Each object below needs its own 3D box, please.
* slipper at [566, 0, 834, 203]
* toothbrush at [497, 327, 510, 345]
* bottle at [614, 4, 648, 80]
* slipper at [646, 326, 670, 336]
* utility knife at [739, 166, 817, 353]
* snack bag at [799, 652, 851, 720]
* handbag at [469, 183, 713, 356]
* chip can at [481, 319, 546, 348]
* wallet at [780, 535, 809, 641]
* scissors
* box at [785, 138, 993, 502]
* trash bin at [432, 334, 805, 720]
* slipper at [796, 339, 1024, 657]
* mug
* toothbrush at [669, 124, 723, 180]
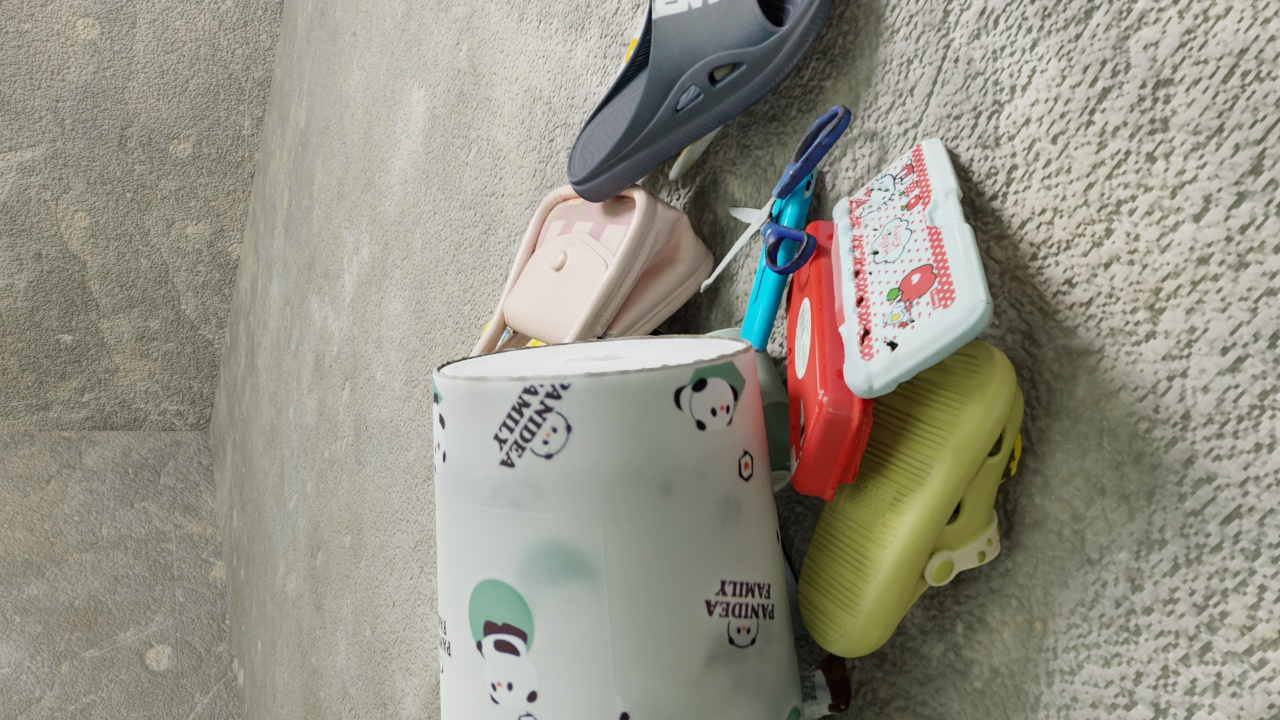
[{"bbox_3d":[0.023,-0.215,0.663,0.269,0.083,0.110,-32,42,34],"label":"slipper"},{"bbox_3d":[-0.089,0.053,0.837,0.026,0.026,0.221,-46,60,27],"label":"toothbrush"},{"bbox_3d":[0.013,-0.231,0.773,0.190,0.068,0.068,-59,42,37],"label":"bottle"},{"bbox_3d":[-0.036,0.084,0.733,0.105,0.095,0.252,18,80,34],"label":"slipper"},{"bbox_3d":[0.087,-0.050,0.629,0.034,0.018,0.191,-18,51,62],"label":"utility knife"},{"bbox_3d":[0.100,0.234,0.618,0.105,0.026,0.045,-44,22,28],"label":"snack bag"},{"bbox_3d":[-0.068,-0.039,0.768,0.234,0.093,0.193,-53,30,-11],"label":"handbag"},{"bbox_3d":[-0.085,0.002,0.907,0.213,0.072,0.072,21,105,55],"label":"chip can"},{"bbox_3d":[0.068,0.161,0.675,0.097,0.019,0.120,-35,55,21],"label":"wallet"},{"bbox_3d":[0.091,-0.101,0.630,0.176,0.012,0.162,-54,22,28],"label":"scissors"},{"bbox_3d":[0.127,-0.033,0.526,0.200,0.060,0.161,-79,16,-52],"label":"box"},{"bbox_3d":[-0.018,0.119,0.540,0.230,0.229,0.252,5,102,57],"label":"trash bin"},{"bbox_3d":[0.157,0.081,0.516,0.190,0.081,0.091,-64,26,5],"label":"slipper"},{"bbox_3d":[0.054,0.049,0.654,0.112,0.082,0.106,-23,63,6],"label":"mug"},{"bbox_3d":[0.071,-0.207,0.724,0.192,0.018,0.016,-46,49,43],"label":"toothbrush"}]
